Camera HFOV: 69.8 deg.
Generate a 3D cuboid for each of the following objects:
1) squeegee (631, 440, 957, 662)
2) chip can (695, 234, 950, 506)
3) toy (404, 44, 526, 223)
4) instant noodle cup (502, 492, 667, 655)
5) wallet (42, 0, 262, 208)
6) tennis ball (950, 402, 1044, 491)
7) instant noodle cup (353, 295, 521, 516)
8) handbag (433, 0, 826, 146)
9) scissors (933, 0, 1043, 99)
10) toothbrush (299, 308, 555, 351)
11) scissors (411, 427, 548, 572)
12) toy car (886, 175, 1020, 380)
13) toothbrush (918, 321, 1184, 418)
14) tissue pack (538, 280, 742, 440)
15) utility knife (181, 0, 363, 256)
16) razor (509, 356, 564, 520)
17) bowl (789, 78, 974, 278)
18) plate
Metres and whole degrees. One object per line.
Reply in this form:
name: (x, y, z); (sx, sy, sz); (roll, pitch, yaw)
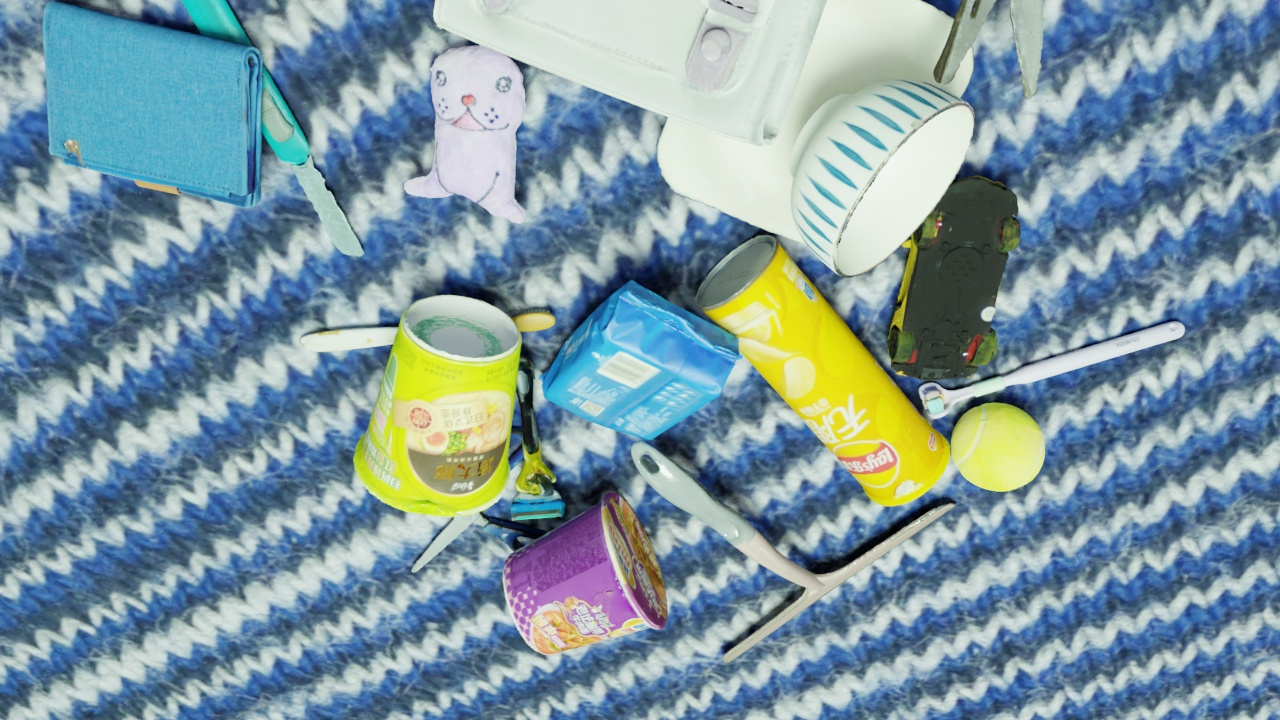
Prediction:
squeegee: (0.084, 0.136, 0.713); (0.249, 0.040, 0.248); (38, 113, -27)
chip can: (0.131, 0.011, 0.649); (0.072, 0.072, 0.213); (-37, 111, 18)
toy: (-0.108, -0.147, 0.584); (0.084, 0.038, 0.108); (12, 119, 4)
instant noodle cup: (-0.044, 0.172, 0.709); (0.099, 0.111, 0.111); (-26, 115, 10)
wallet: (-0.304, -0.158, 0.578); (0.133, 0.040, 0.106); (14, 116, 4)
tennis ball: (0.264, 0.064, 0.679); (0.065, 0.065, 0.065); (0, 118, 0)
instant noodle cup: (-0.133, 0.025, 0.629); (0.111, 0.111, 0.124); (14, 122, -7)
handbag: (0.004, -0.215, 0.494); (0.197, 0.098, 0.145); (22, 106, 8)
scissors: (0.201, -0.260, 0.490); (0.189, 0.015, 0.227); (-38, 112, -9)
toothbrush: (-0.155, -0.023, 0.666); (0.191, 0.018, 0.016); (-5, 116, 6)
scissors: (-0.127, 0.125, 0.743); (0.162, 0.012, 0.173); (36, 111, -18)
toy car: (0.214, -0.053, 0.629); (0.071, 0.041, 0.156); (2, 120, -1)
toothbrush: (0.301, 0.004, 0.673); (0.189, 0.029, 0.021); (-18, 157, 8)
tissue pack: (-0.004, 0.004, 0.635); (0.095, 0.052, 0.158); (27, 149, -15)
utility knife: (-0.239, -0.163, 0.590); (0.029, 0.013, 0.223); (-19, 116, 13)
razor: (-0.084, 0.058, 0.690); (0.042, 0.022, 0.143); (-6, 119, -5)
bowl: (0.130, -0.113, 0.533); (0.066, 0.116, 0.117); (44, 117, 25)
plate: (0.106, -0.160, 0.577); (0.164, 0.034, 0.164); (21, 116, -10)
